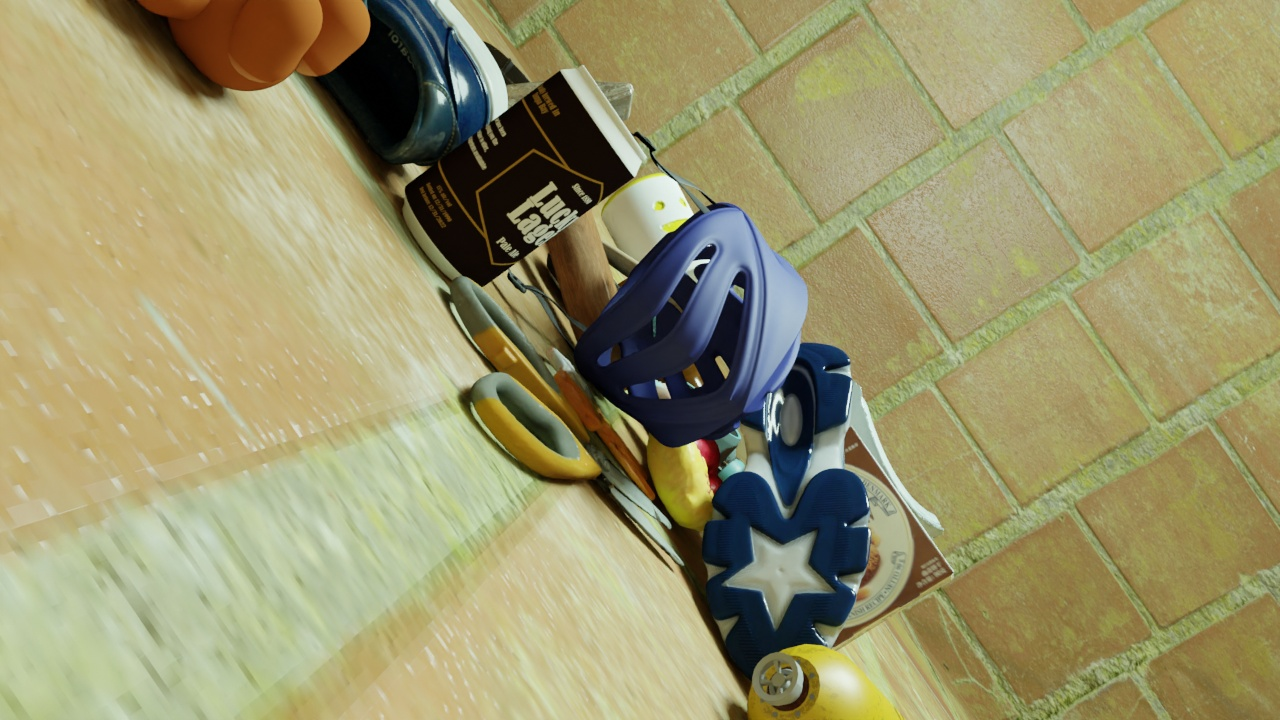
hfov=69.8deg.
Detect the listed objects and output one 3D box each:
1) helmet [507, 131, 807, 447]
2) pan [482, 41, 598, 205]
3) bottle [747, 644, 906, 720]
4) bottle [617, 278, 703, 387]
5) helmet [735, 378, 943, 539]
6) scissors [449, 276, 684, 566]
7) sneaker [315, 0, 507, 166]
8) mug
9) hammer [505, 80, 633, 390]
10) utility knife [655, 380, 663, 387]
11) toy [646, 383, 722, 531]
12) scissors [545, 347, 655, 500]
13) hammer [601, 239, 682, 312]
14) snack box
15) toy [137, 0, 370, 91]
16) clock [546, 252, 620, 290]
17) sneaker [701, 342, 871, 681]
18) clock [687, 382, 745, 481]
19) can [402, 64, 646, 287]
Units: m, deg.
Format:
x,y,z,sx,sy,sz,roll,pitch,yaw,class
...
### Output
x,y,z,sx,sy,sz,roll,pitch,yaw,class
-0.003,-0.058,0.587,0.227,0.148,0.241,41,13,-16,helmet
-0.165,-0.289,0.991,0.357,0.040,0.208,47,-8,23,pan
0.110,0.210,0.509,0.164,0.071,0.071,50,9,-36,bottle
0.024,-0.010,0.933,0.157,0.068,0.068,57,8,11,bottle
0.185,0.126,0.997,0.236,0.163,0.264,58,0,-14,helmet
-0.038,0.040,0.517,0.225,0.016,0.166,47,12,-52,scissors
-0.190,-0.232,0.495,0.294,0.121,0.127,56,30,-11,sneaker
0.020,-0.116,0.897,0.106,0.082,0.082,63,9,14,mug
-0.049,-0.109,0.748,0.037,0.157,0.300,104,-28,-61,hammer
-0.004,0.004,0.756,0.022,0.015,0.158,10,10,-19,utility knife
0.036,0.074,0.672,0.137,0.067,0.105,-87,157,-68,toy
-0.027,0.041,0.613,0.133,0.012,0.083,55,3,-40,scissors
-0.026,-0.100,0.848,0.119,0.030,0.331,55,-10,-34,hammer
0.157,0.154,0.762,0.147,0.143,0.041,59,7,25,snack box
-0.176,-0.165,0.365,0.127,0.065,0.094,49,10,-7,toy
-0.045,-0.064,0.812,0.091,0.044,0.123,53,1,20,clock
0.109,0.118,0.651,0.268,0.103,0.132,-78,161,-44,sneaker
0.055,0.070,0.803,0.124,0.053,0.090,41,11,-18,clock
-0.066,-0.102,0.519,0.072,0.129,0.072,54,8,-11,can
